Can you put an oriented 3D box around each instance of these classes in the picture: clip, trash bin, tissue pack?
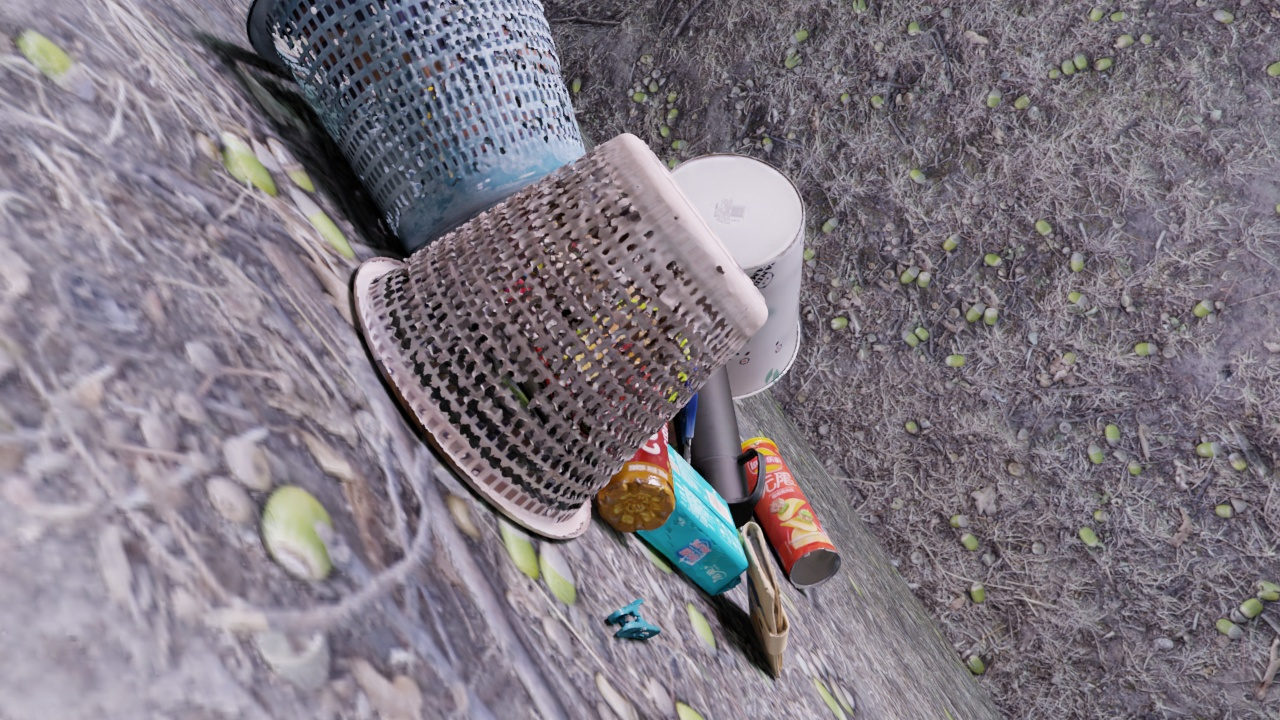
[{"bbox_3d":[-0.005,0.162,0.575,0.039,0.014,0.056,56,8,23],"label":"clip"},{"bbox_3d":[-0.036,-0.031,0.594,0.227,0.192,0.227,51,10,-12],"label":"trash bin"},{"bbox_3d":[-0.142,-0.190,0.680,0.226,0.227,0.195,-21,87,-80],"label":"trash bin"},{"bbox_3d":[0.102,-0.109,1.167,0.229,0.229,0.252,58,-14,29],"label":"trash bin"},{"bbox_3d":[0.032,0.127,0.768,0.133,0.050,0.093,47,13,-30],"label":"tissue pack"}]

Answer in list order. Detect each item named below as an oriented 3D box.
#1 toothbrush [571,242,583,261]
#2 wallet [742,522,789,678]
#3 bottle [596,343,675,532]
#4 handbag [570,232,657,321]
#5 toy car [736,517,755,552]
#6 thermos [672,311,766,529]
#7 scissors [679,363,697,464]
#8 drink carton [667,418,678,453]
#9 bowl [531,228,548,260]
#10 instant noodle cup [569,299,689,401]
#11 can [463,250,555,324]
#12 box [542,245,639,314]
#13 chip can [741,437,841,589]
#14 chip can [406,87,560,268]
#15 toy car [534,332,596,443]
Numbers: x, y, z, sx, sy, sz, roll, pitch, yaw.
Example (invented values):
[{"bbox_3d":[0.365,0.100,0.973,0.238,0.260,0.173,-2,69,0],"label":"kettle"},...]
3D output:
[{"bbox_3d":[-0.117,-0.148,1.008,0.016,0.017,0.187,-14,34,-37],"label":"toothbrush"},{"bbox_3d":[0.108,0.208,0.787,0.087,0.024,0.115,-101,-177,-54],"label":"wallet"},{"bbox_3d":[-0.006,0.052,0.727,0.057,0.058,0.174,47,24,-33],"label":"bottle"},{"bbox_3d":[-0.032,-0.077,1.052,0.147,0.100,0.204,56,4,24],"label":"handbag"},{"bbox_3d":[0.099,0.178,0.958,0.043,0.036,0.091,58,14,19],"label":"toy car"},{"bbox_3d":[0.077,0.054,0.955,0.068,0.090,0.242,36,34,-42],"label":"thermos"},{"bbox_3d":[0.044,0.088,0.888,0.108,0.012,0.174,154,-59,-84],"label":"scissors"},{"bbox_3d":[0.060,0.103,1.008,0.122,0.045,0.053,57,15,28],"label":"drink carton"},{"bbox_3d":[-0.117,-0.147,0.841,0.116,0.066,0.117,44,-28,30],"label":"bowl"},{"bbox_3d":[-0.005,0.005,0.899,0.111,0.112,0.123,54,1,8],"label":"instant noodle cup"},{"bbox_3d":[-0.130,-0.093,0.778,0.132,0.053,0.053,55,10,10],"label":"can"},{"bbox_3d":[-0.051,-0.083,0.814,0.088,0.076,0.162,19,14,-7],"label":"box"},{"bbox_3d":[0.187,0.196,1.204,0.073,0.073,0.216,45,12,-39],"label":"chip can"},{"bbox_3d":[-0.157,-0.187,0.939,0.213,0.072,0.072,54,10,9],"label":"chip can"},{"bbox_3d":[-0.058,0.024,0.766,0.049,0.031,0.106,-96,160,-63],"label":"toy car"}]
